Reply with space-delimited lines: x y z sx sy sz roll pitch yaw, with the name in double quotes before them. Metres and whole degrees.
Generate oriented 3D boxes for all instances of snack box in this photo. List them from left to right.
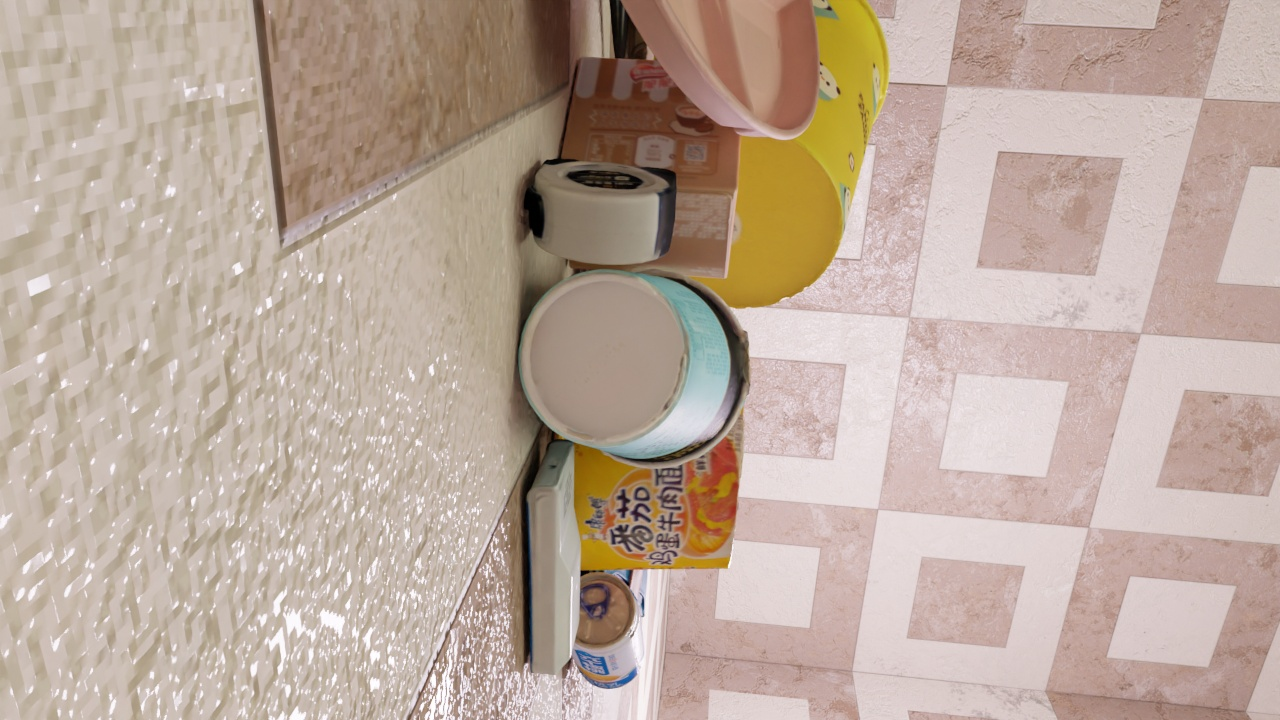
"snack box" 0.008 -0.107 0.515 0.077 0.093 0.094 86 9 -60

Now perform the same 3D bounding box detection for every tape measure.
"tape measure" -0.017 -0.067 0.410 0.065 0.066 0.034 -79 173 -65

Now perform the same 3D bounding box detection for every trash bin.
"trash bin" 0.097 -0.195 0.811 0.230 0.230 0.254 90 13 -44

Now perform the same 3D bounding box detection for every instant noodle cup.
"instant noodle cup" -0.004 0.001 0.455 0.120 0.111 0.111 17 77 -78
"instant noodle cup" 0.007 0.072 0.580 0.138 0.110 0.138 8 87 -86

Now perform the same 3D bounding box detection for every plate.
"plate" 0.030 -0.217 0.454 0.229 0.028 0.229 29 54 -50

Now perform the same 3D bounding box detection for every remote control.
"remote control" -0.046 0.107 0.488 0.049 0.024 0.125 -78 170 -64

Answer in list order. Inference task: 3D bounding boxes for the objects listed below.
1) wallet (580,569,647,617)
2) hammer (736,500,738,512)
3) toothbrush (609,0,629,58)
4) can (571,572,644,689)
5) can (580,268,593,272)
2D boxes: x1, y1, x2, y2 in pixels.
"wallet" -0.017 0.138 0.715 0.133 0.040 0.106 61 30 -61
"hammer" 0.055 -0.012 0.921 0.126 0.032 0.322 56 26 -55
"toothbrush" -0.011 -0.244 0.554 0.213 0.027 0.026 89 1 -51
"can" -0.025 0.190 0.637 0.135 0.053 0.053 86 9 -61
"can" -0.007 -0.075 0.584 0.058 0.058 0.147 82 13 -70
